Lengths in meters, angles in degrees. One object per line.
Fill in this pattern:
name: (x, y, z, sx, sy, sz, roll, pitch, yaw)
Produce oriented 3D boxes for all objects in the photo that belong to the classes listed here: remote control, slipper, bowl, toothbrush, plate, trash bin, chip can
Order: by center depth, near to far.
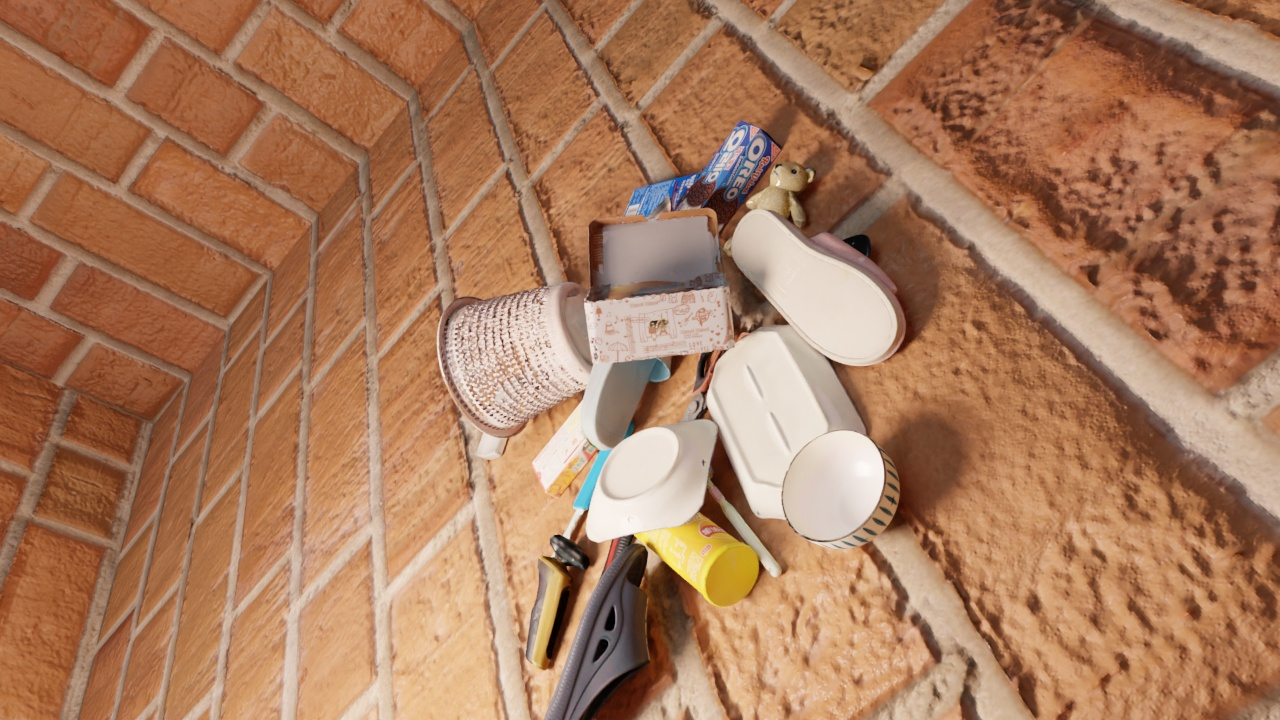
bowl: (0.204, 0.132, 0.899, 0.117, 0.066, 0.116, -28, 46, 33)
slipper: (-0.033, 0.338, 1.019, 0.083, 0.111, 0.267, 21, 76, 16)
toothbrush: (0.109, 0.176, 1.026, 0.189, 0.020, 0.029, -127, 43, -53)
plate: (0.151, 0.058, 1.041, 0.162, 0.034, 0.265, -41, 41, 20)
chip can: (0.043, 0.198, 1.042, 0.072, 0.072, 0.213, -59, 34, -3)
slipper: (0.205, -0.089, 1.062, 0.274, 0.054, 0.114, 45, 119, 40)
plate: (0.006, 0.129, 1.068, 0.165, 0.034, 0.163, -18, 36, 30)
remote control: (0.223, -0.110, 1.109, 0.137, 0.024, 0.053, -22, 54, 41)
slipper: (-0.007, 0.007, 1.230, 0.074, 0.104, 0.244, 4, 62, 37)
trash bin: (-0.156, -0.017, 1.361, 0.192, 0.227, 0.227, -20, 48, 25)
remote control: (-0.229, 0.098, 1.506, 0.056, 0.019, 0.134, -13, 53, 45)

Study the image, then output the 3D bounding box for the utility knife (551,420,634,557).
utility knife: (-0.066, 0.172, 1.245, 0.034, 0.018, 0.216, 17, 75, 53)

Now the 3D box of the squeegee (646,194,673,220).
squeegee: (-0.005, -0.082, 1.349, 0.248, 0.040, 0.249, 149, 133, -67)

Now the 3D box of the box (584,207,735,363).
box: (0.022, -0.093, 1.173, 0.179, 0.125, 0.273, -6, 38, 2)

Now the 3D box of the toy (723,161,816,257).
toy: (0.167, -0.197, 1.209, 0.157, 0.066, 0.105, -54, 39, -8)

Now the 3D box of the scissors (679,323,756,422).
scissors: (0.073, 0.044, 1.180, 0.206, 0.015, 0.196, -31, 43, 32)

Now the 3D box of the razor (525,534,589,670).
razor: (-0.110, 0.308, 1.169, 0.068, 0.062, 0.167, 7, 71, 19)

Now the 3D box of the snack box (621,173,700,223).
snack box: (0.033, -0.242, 1.447, 0.157, 0.026, 0.084, -1, 63, 51)

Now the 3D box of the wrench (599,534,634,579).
wrench: (-0.038, 0.278, 1.128, 0.056, 0.016, 0.272, -9, 57, 43)

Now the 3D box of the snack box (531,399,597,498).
snack box: (-0.092, 0.115, 1.316, 0.156, 0.027, 0.077, -51, 34, 9)

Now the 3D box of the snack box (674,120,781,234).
snack box: (0.114, -0.245, 1.324, 0.207, 0.057, 0.058, -53, 37, 5)
